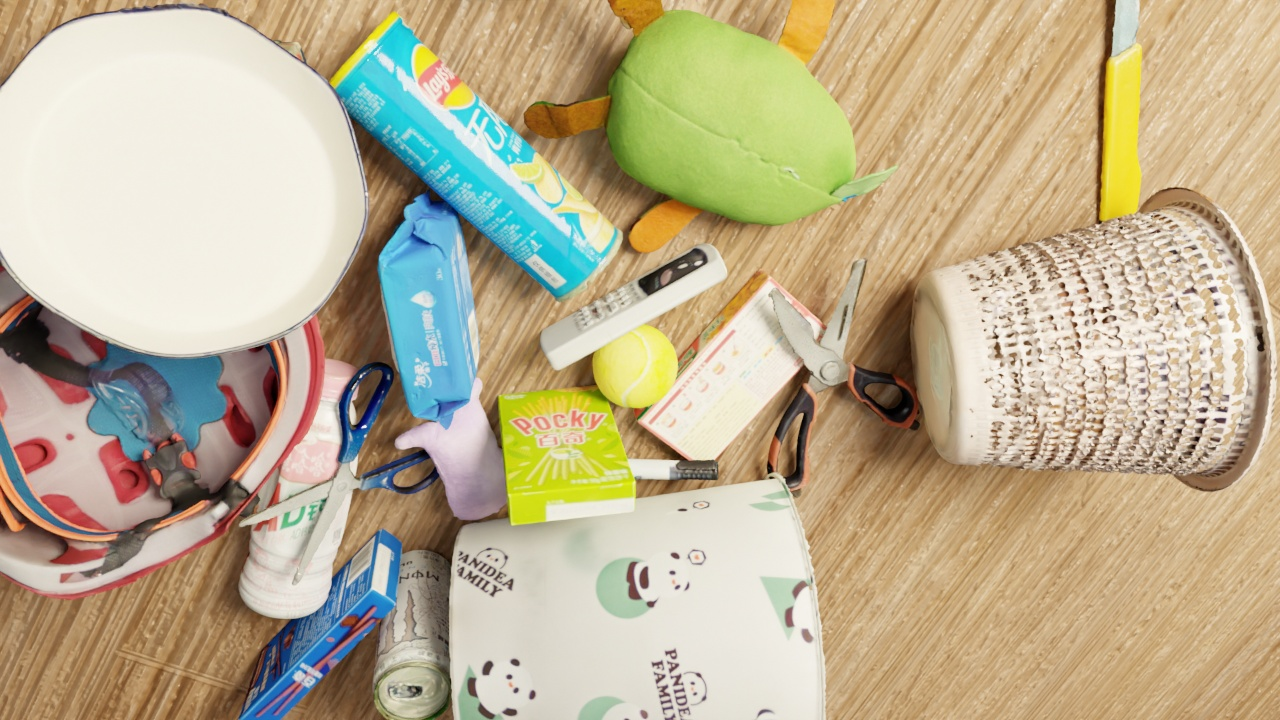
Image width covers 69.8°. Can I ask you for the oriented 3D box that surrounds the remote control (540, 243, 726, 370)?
[{"bbox_3d":[-0.007,-0.043,0.688,0.150,0.058,0.021,-29,113,1],"label":"remote control"}]

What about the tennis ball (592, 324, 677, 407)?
[{"bbox_3d":[-0.004,0.004,0.703,0.065,0.065,0.065,-4,112,-9],"label":"tennis ball"}]

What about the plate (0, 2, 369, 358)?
[{"bbox_3d":[-0.268,-0.103,0.543,0.204,0.046,0.204,2,83,-22],"label":"plate"}]

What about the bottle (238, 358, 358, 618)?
[{"bbox_3d":[-0.252,0.096,0.695,0.068,0.068,0.197,14,104,-16],"label":"bottle"}]

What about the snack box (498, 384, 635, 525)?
[{"bbox_3d":[-0.058,0.063,0.667,0.085,0.156,0.026,-5,114,-9],"label":"snack box"}]

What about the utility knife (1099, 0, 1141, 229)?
[{"bbox_3d":[0.378,-0.202,0.718,0.033,0.015,0.219,-13,116,-4],"label":"utility knife"}]

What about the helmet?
[{"bbox_3d":[-0.331,0.023,0.609,0.239,0.144,0.207,-33,100,-18],"label":"helmet"}]

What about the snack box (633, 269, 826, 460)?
[{"bbox_3d":[0.074,0.010,0.741,0.077,0.027,0.156,38,101,-22],"label":"snack box"}]

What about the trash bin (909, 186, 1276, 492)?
[{"bbox_3d":[0.317,-0.005,0.694,0.192,0.227,0.228,-7,113,5],"label":"trash bin"}]

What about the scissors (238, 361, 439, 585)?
[{"bbox_3d":[-0.209,0.081,0.673,0.162,0.012,0.176,10,96,-52],"label":"scissors"}]

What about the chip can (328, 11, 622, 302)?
[{"bbox_3d":[-0.109,-0.133,0.626,0.071,0.071,0.210,-45,113,8],"label":"chip can"}]

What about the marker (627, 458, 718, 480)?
[{"bbox_3d":[-0.002,0.087,0.746,0.131,0.018,0.023,1,139,4],"label":"marker"}]

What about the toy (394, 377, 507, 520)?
[{"bbox_3d":[-0.136,0.080,0.718,0.083,0.039,0.108,-37,123,-29],"label":"toy"}]

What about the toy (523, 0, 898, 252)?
[{"bbox_3d":[0.052,-0.166,0.633,0.246,0.089,0.228,23,123,-25],"label":"toy"}]

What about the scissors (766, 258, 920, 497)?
[{"bbox_3d":[0.153,0.022,0.747,0.225,0.015,0.189,34,104,-33],"label":"scissors"}]

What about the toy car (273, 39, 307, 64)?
[{"bbox_3d":[-0.264,-0.183,0.597,0.090,0.035,0.042,-9,112,-5],"label":"toy car"}]

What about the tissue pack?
[{"bbox_3d":[-0.148,-0.039,0.644,0.052,0.095,0.157,-5,112,-3],"label":"tissue pack"}]

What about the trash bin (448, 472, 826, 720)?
[{"bbox_3d":[-0.008,0.211,0.708,0.252,0.229,0.230,-4,112,-4],"label":"trash bin"}]

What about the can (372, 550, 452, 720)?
[{"bbox_3d":[-0.173,0.209,0.709,0.058,0.146,0.058,-4,112,-10],"label":"can"}]

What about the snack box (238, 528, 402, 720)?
[{"bbox_3d":[-0.252,0.214,0.730,0.157,0.084,0.026,-45,112,9],"label":"snack box"}]
